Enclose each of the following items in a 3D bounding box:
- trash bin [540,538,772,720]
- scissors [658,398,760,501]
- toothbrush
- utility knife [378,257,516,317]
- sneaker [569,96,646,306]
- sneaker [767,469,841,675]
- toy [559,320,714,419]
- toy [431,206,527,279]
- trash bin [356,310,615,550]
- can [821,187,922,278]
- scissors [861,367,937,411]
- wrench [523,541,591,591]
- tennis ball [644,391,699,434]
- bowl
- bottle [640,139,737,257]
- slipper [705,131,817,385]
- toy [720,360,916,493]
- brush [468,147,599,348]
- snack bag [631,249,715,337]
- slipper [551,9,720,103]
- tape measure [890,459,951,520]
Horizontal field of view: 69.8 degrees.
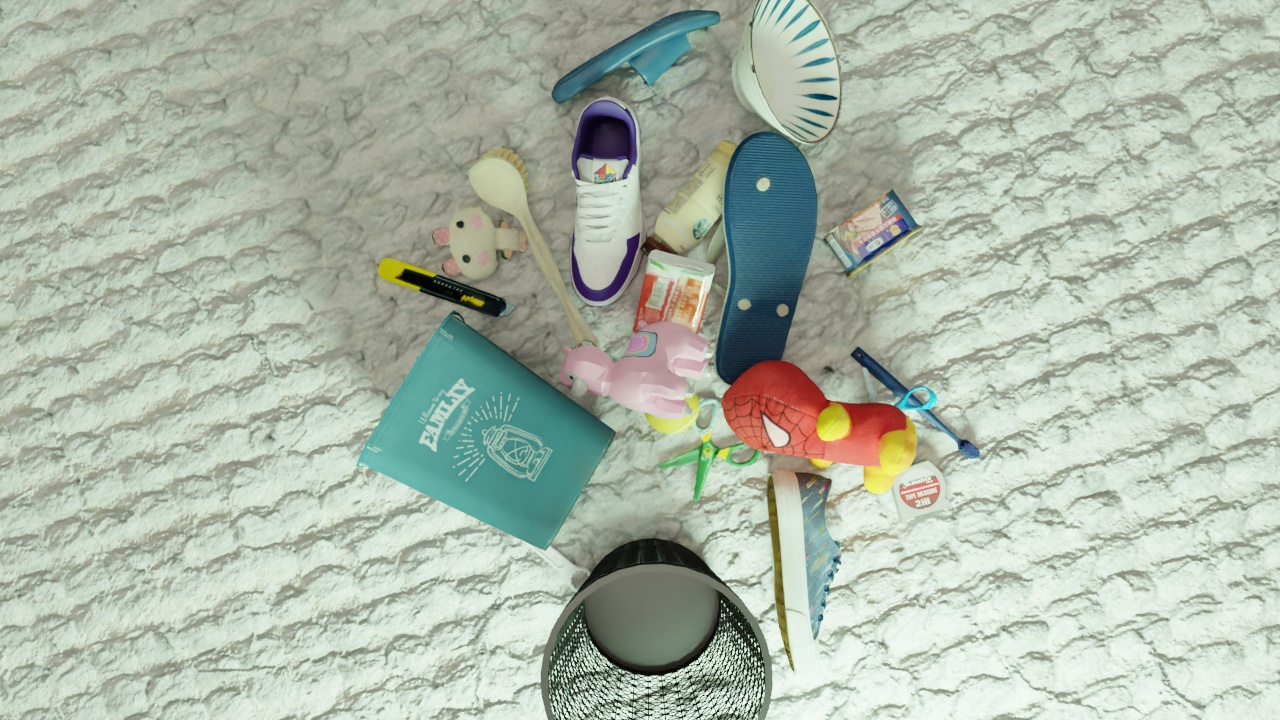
[{"bbox_3d":[0.015,0.295,0.978,0.217,0.243,0.217,0,91,0],"label":"trash bin"},{"bbox_3d":[0.080,0.102,1.095,0.125,0.011,0.127,-16,88,2],"label":"scissors"},{"bbox_3d":[0.324,0.051,1.077,0.190,0.017,0.016,41,92,3],"label":"toothbrush"},{"bbox_3d":[-0.234,-0.087,1.112,0.174,0.020,0.029,18,98,2],"label":"utility knife"},{"bbox_3d":[-0.039,-0.186,1.052,0.092,0.111,0.244,3,90,3],"label":"sneaker"},{"bbox_3d":[0.195,0.242,1.055,0.079,0.087,0.235,-4,87,-2],"label":"sneaker"},{"bbox_3d":[-0.006,0.006,1.022,0.157,0.067,0.123,18,57,13],"label":"toy"},{"bbox_3d":[-0.196,-0.140,1.097,0.112,0.050,0.087,-8,90,9],"label":"toy"},{"bbox_3d":[-0.161,0.086,1.026,0.218,0.199,0.196,31,86,-4],"label":"trash bin"},{"bbox_3d":[0.266,-0.147,1.062,0.100,0.054,0.059,-35,87,3],"label":"can"},{"bbox_3d":[0.283,0.070,1.073,0.127,0.014,0.133,-8,97,14],"label":"scissors"},{"bbox_3d":[-0.166,0.187,1.113,0.273,0.009,0.047,39,92,3],"label":"wrench"},{"bbox_3d":[0.036,0.053,1.071,0.065,0.065,0.065,0,90,4],"label":"tennis ball"},{"bbox_3d":[0.153,-0.327,1.045,0.071,0.177,0.177,-6,90,44],"label":"bowl"},{"bbox_3d":[0.066,-0.179,1.073,0.056,0.056,0.162,40,93,3],"label":"bottle"},{"bbox_3d":[0.136,-0.113,1.064,0.118,0.060,0.295,3,105,-12],"label":"slipper"},{"bbox_3d":[0.196,0.071,1.031,0.216,0.148,0.098,21,61,8],"label":"toy"},{"bbox_3d":[-0.118,-0.128,1.073,0.062,0.077,0.272,-32,85,38],"label":"brush"},{"bbox_3d":[0.036,-0.066,1.061,0.077,0.036,0.116,15,121,3],"label":"snack bag"},{"bbox_3d":[-0.004,-0.347,1.064,0.214,0.103,0.059,-24,110,11],"label":"slipper"},{"bbox_3d":[0.326,0.151,1.075,0.060,0.020,0.062,-16,89,4],"label":"tape measure"}]
